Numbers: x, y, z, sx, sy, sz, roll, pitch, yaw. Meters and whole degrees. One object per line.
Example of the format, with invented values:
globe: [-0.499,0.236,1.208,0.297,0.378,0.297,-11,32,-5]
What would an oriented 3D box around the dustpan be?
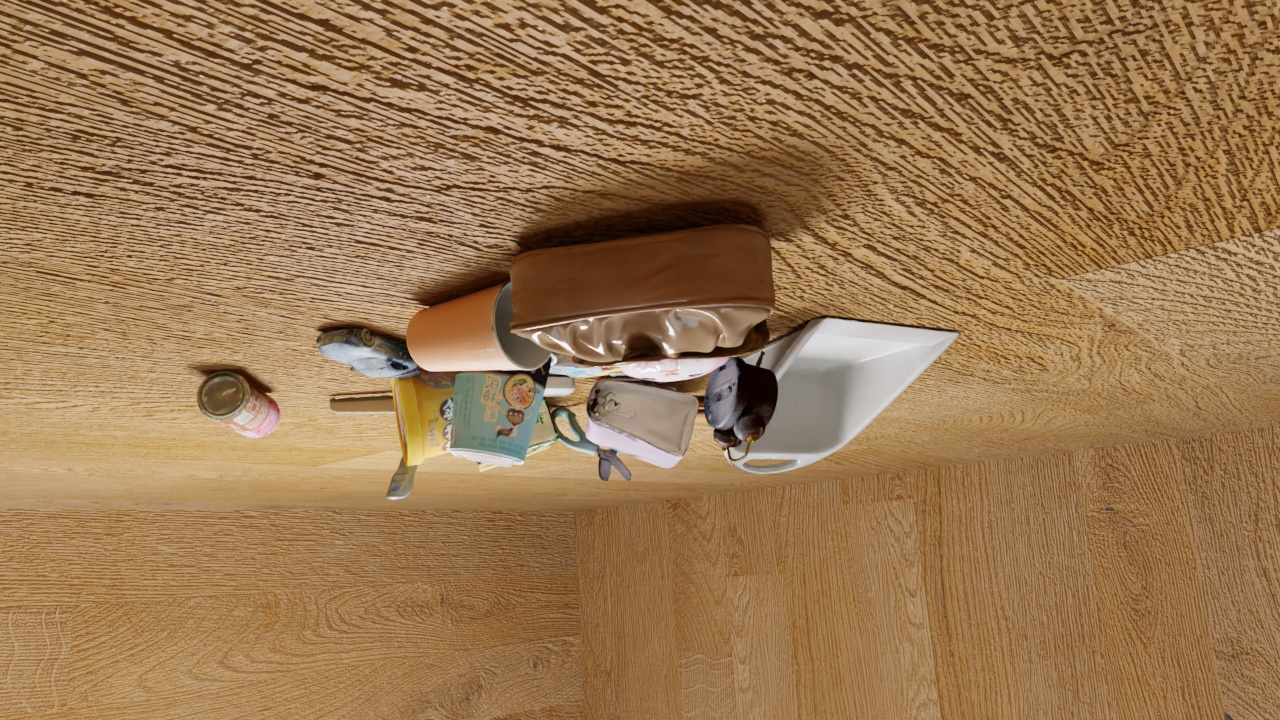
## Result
dustpan: [0.220,0.055,1.112,0.222,0.142,0.258,4,167,-31]

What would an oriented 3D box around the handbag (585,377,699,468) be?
handbag: [-0.001,0.082,1.258,0.145,0.098,0.197,13,168,0]

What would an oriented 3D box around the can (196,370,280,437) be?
can: [-0.474,0.055,1.090,0.058,0.058,0.147,-2,167,-8]

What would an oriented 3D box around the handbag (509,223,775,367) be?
handbag: [0.005,-0.042,0.706,0.205,0.099,0.147,-5,171,21]

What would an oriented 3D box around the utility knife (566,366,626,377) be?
utility knife: [-0.007,0.007,1.126,0.175,0.019,0.031,-12,171,16]

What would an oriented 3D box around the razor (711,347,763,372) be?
razor: [0.106,-0.007,1.065,0.042,0.022,0.143,-1,165,-9]

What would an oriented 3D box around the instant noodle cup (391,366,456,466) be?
instant noodle cup: [-0.219,0.054,1.049,0.114,0.118,0.119,-7,169,-19]

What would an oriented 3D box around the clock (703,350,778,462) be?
clock: [0.109,0.052,1.014,0.055,0.121,0.082,14,160,-20]

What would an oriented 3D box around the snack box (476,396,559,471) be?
snack box: [-0.186,0.110,1.313,0.114,0.063,0.240,-18,174,-11]

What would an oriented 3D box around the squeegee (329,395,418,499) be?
squeegee: [-0.277,0.110,1.115,0.246,0.039,0.246,-4,-155,-3]

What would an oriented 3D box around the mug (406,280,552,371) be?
mug: [-0.145,-0.026,0.808,0.123,0.078,0.078,-6,169,36]

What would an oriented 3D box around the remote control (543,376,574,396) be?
remote control: [-0.153,0.033,1.173,0.135,0.019,0.056,1,166,-19]

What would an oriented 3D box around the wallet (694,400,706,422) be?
wallet: [0.104,0.080,1.436,0.131,0.031,0.108,-1,170,-15]

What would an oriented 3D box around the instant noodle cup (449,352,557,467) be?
instant noodle cup: [-0.150,0.047,0.965,0.111,0.120,0.111,7,166,2]

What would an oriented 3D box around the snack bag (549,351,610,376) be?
snack bag: [-0.078,0.003,1.047,0.105,0.026,0.045,2,165,-22]

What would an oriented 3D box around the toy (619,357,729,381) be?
toy: [0.038,-0.004,1.005,0.121,0.054,0.159,-5,175,6]

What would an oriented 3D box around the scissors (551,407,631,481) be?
scissors: [-0.072,0.116,1.365,0.176,0.174,0.019,16,125,-5]

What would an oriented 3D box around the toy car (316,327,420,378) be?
toy car: [-0.274,-0.006,0.935,0.054,0.036,0.120,-9,163,23]
